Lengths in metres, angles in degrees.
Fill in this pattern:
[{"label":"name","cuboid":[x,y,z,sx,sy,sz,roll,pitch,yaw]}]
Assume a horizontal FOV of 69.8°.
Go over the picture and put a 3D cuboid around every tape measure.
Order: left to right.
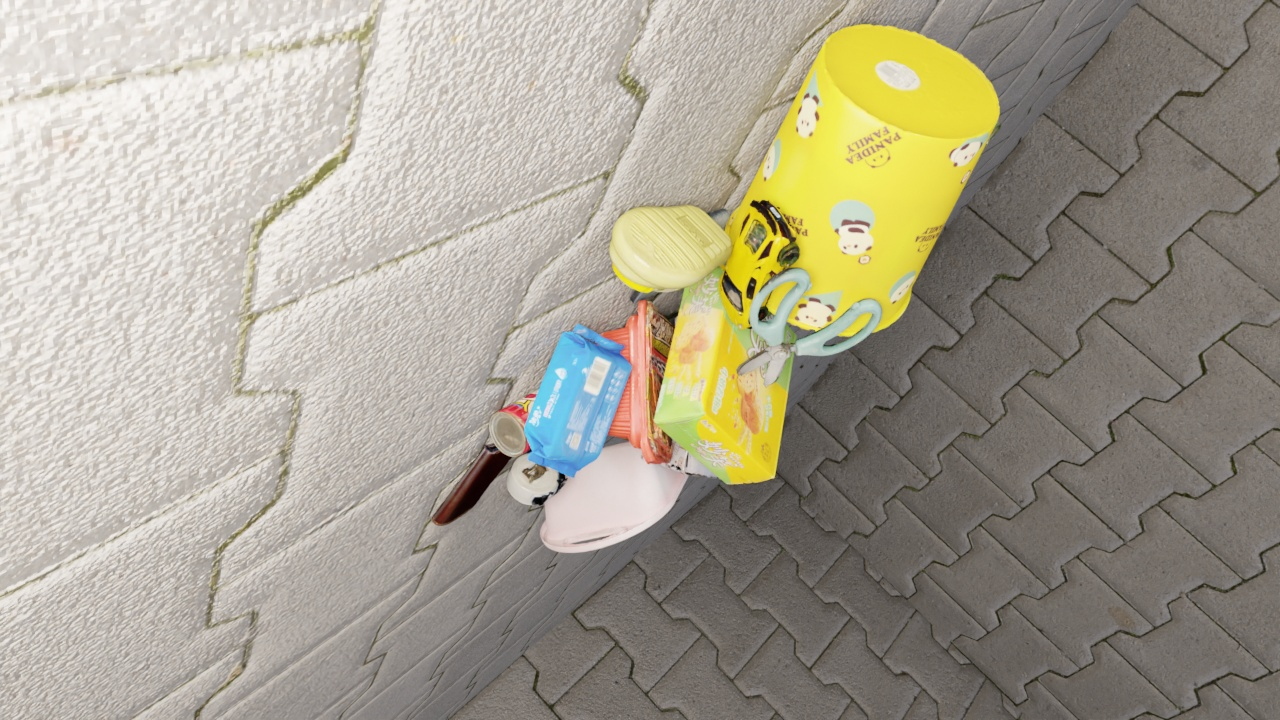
[{"label":"tape measure","cuboid":[-0.139,0.154,1.193,0.065,0.066,0.034,-35,159,-43]}]

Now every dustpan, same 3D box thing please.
[{"label":"dustpan","cuboid":[-0.034,0.199,1.339,0.223,0.138,0.273,-16,168,22]}]

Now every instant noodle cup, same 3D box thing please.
[{"label":"instant noodle cup","cuboid":[-0.003,0.032,1.088,0.079,0.188,0.164,-4,171,11]}]

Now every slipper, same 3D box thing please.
[{"label":"slipper","cuboid":[0.027,-0.099,0.898,0.082,0.091,0.190,-50,169,29]}]

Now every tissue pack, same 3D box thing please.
[{"label":"tissue pack","cuboid":[-0.070,0.045,0.980,0.095,0.052,0.157,27,83,-55]}]

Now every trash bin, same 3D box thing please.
[{"label":"trash bin","cuboid":[0.233,-0.192,0.977,0.228,0.229,0.256,-36,158,-34]}]

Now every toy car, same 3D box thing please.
[{"label":"toy car","cuboid":[0.117,-0.096,0.960,0.041,0.071,0.156,-10,142,-27]}]

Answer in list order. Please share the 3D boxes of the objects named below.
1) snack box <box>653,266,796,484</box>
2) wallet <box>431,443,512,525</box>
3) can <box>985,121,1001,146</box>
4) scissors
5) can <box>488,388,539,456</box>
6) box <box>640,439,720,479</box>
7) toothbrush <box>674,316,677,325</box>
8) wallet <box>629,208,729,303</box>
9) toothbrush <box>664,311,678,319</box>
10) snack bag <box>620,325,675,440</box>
[{"label":"snack box","cuboid":[0.105,0.017,1.071,0.070,0.157,0.209,-12,-129,37]},{"label":"wallet","cuboid":[-0.192,0.141,1.102,0.122,0.020,0.096,-51,171,18]},{"label":"can","cuboid":[0.382,-0.323,1.162,0.058,0.146,0.058,-43,166,-13]},{"label":"scissors","cuboid":[0.160,-0.039,0.965,0.173,0.019,0.179,-27,135,20]},{"label":"can","cuboid":[-0.106,0.058,1.033,0.132,0.053,0.053,-30,160,-48]},{"label":"box","cuboid":[0.111,0.068,1.264,0.273,0.124,0.179,12,91,-67]},{"label":"toothbrush","cuboid":[-0.007,0.007,1.227,0.189,0.021,0.029,-41,131,11]},{"label":"wallet","cuboid":[0.043,-0.118,1.040,0.097,0.019,0.121,-27,159,-48]},{"label":"toothbrush","cuboid":[0.063,-0.065,1.267,0.017,0.012,0.185,-46,168,28]},{"label":"snack bag","cuboid":[0.027,0.023,1.322,0.128,0.073,0.208,-6,136,-52]}]
